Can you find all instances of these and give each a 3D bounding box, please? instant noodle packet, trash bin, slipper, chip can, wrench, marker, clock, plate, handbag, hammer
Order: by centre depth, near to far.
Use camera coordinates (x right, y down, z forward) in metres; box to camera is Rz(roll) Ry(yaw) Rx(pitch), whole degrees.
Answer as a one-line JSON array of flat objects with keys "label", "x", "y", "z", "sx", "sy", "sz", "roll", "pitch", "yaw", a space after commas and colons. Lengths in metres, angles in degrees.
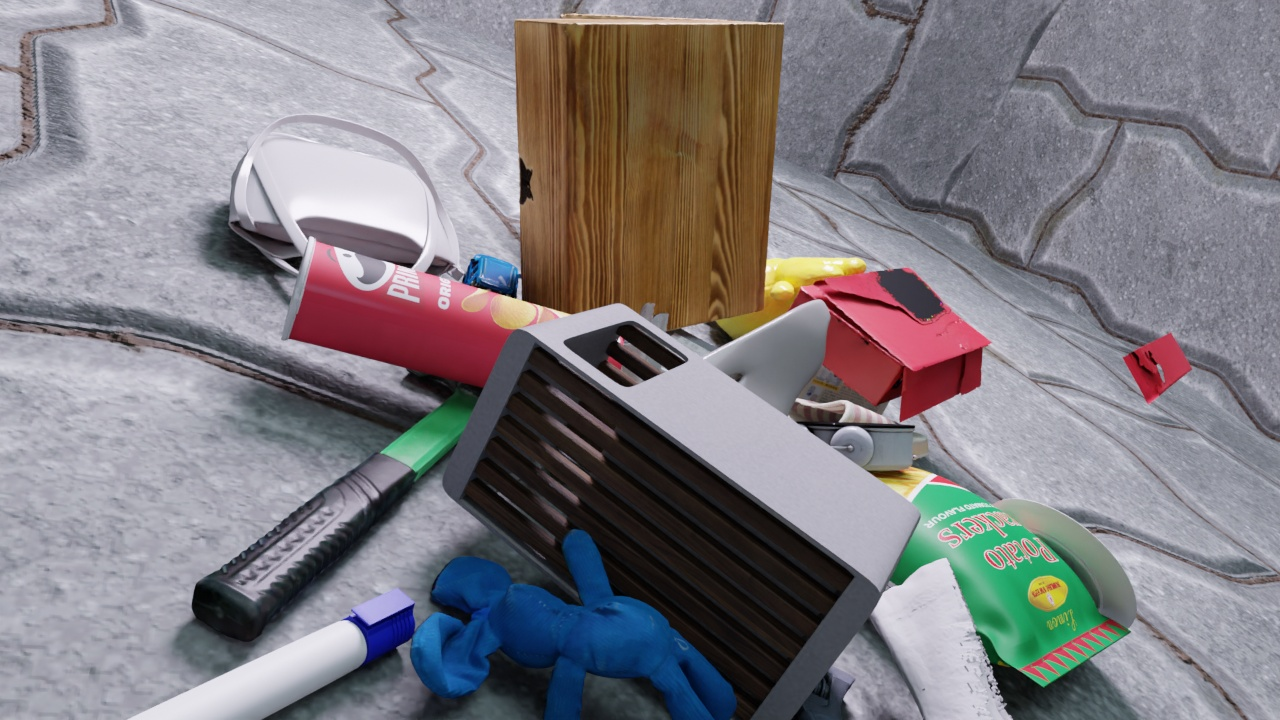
[{"label": "marker", "x": -0.151, "y": 0.133, "z": 0.391, "sx": 0.023, "sy": 0.027, "sz": 0.132, "roll": 31, "pitch": 21, "yaw": 23}, {"label": "wrench", "x": 0.109, "y": 0.223, "z": 0.482, "sx": 0.073, "sy": 0.022, "sz": 0.273, "roll": 19, "pitch": 22, "yaw": -18}, {"label": "slipper", "x": 0.174, "y": 0.214, "z": 0.488, "sx": 0.112, "sy": 0.075, "sz": 0.246, "roll": 41, "pitch": 24, "yaw": -28}, {"label": "trash bin", "x": 0.023, "y": 0.080, "z": 0.524, "sx": 0.229, "sy": 0.115, "sz": 0.114, "roll": 35, "pitch": 23, "yaw": 16}, {"label": "hammer", "x": -0.147, "y": 0.066, "z": 0.552, "sx": 0.130, "sy": 0.032, "sz": 0.318, "roll": 28, "pitch": 22, "yaw": 5}, {"label": "chip can", "x": -0.124, "y": -0.019, "z": 0.631, "sx": 0.220, "sy": 0.069, "sz": 0.069, "roll": 16, "pitch": 23, "yaw": -22}, {"label": "instant noodle packet", "x": 0.224, "y": 0.144, "z": 0.699, "sx": 0.195, "sy": 0.090, "sz": 0.253, "roll": 4, "pitch": 24, "yaw": -48}, {"label": "slipper", "x": 0.058, "y": 0.039, "z": 0.703, "sx": 0.265, "sy": 0.113, "sz": 0.080, "roll": -26, "pitch": 81, "yaw": -35}, {"label": "clock", "x": 0.161, "y": 0.066, "z": 0.718, "sx": 0.095, "sy": 0.035, "sz": 0.122, "roll": -1, "pitch": -2, "yaw": 40}, {"label": "plate", "x": 0.333, "y": 0.171, "z": 0.744, "sx": 0.011, "sy": 0.135, "sz": 0.134, "roll": -34, "pitch": 54, "yaw": -23}, {"label": "handbag", "x": -0.240, "y": -0.116, "z": 0.793, "sx": 0.215, "sy": 0.096, "sz": 0.222, "roll": 8, "pitch": 32, "yaw": -33}, {"label": "slipper", "x": 0.160, "y": 0.059, "z": 0.839, "sx": 0.262, "sy": 0.052, "sz": 0.115, "roll": 6, "pitch": 0, "yaw": -35}]

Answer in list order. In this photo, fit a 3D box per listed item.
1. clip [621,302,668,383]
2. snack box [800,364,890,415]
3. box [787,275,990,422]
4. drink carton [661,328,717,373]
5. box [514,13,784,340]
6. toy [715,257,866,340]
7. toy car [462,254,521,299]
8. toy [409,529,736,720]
[{"label": "clip", "x": -0.005, "y": 0.004, "z": 0.767, "sx": 0.052, "sy": 0.102, "sz": 0.058, "roll": 10, "pitch": -10, "yaw": -18}, {"label": "snack box", "x": 0.218, "y": 0.017, "z": 1.001, "sx": 0.105, "sy": 0.084, "sz": 0.061, "roll": 19, "pitch": 22, "yaw": -17}, {"label": "box", "x": 0.244, "y": 0.009, "z": 0.960, "sx": 0.165, "sy": 0.153, "sz": 0.213, "roll": 44, "pitch": 33, "yaw": 24}, {"label": "drink carton", "x": 0.029, "y": 0.014, "z": 0.844, "sx": 0.076, "sy": 0.049, "sz": 0.124, "roll": 29, "pitch": 21, "yaw": 7}, {"label": "box", "x": -0.028, "y": -0.210, "z": 0.947, "sx": 0.285, "sy": 0.279, "sz": 0.335, "roll": -12, "pitch": 24, "yaw": -30}, {"label": "toy", "x": 0.160, "y": -0.076, "z": 1.055, "sx": 0.133, "sy": 0.208, "sz": 0.092, "roll": -16, "pitch": 82, "yaw": -41}, {"label": "toy car", "x": -0.138, "y": -0.071, "z": 0.862, "sx": 0.056, "sy": 0.044, "sz": 0.120, "roll": 18, "pitch": 20, "yaw": -14}, {"label": "toy", "x": -0.036, "y": 0.141, "z": 0.444, "sx": 0.176, "sy": 0.071, "sz": 0.112, "roll": 19, "pitch": 26, "yaw": 12}]
